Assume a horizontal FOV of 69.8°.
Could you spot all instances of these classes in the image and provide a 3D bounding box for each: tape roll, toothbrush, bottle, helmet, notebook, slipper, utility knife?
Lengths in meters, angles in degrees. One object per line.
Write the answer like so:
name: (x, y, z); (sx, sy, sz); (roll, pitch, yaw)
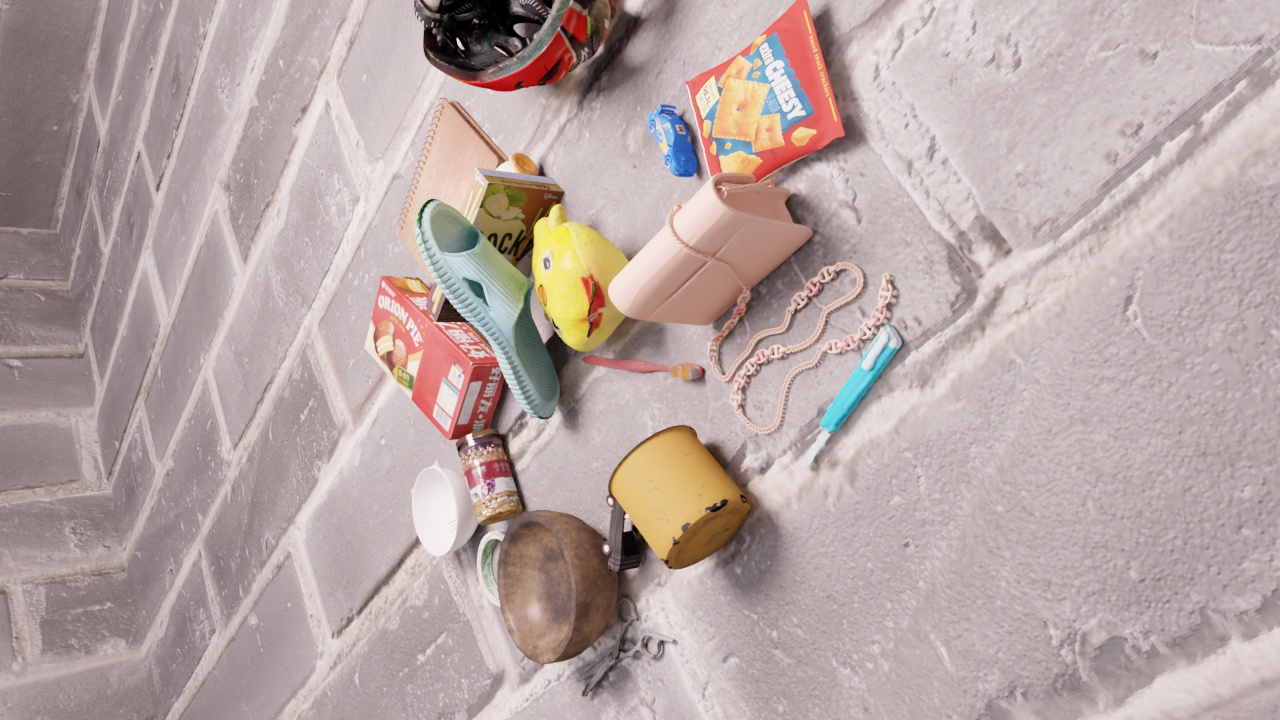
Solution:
tape roll: (-0.171, 0.258, 1.140); (0.094, 0.018, 0.094); (3, 95, 48)
toothbrush: (-0.006, 0.006, 0.949); (0.185, 0.015, 0.015); (6, 103, 49)
bottle: (-0.163, -0.196, 1.077); (0.109, 0.063, 0.063); (-42, 62, 37)
bottle: (-0.185, 0.143, 1.121); (0.056, 0.056, 0.105); (-37, 66, 42)
helmet: (-0.122, -0.386, 0.943); (0.272, 0.166, 0.217); (21, 107, 45)
notebook: (-0.253, -0.214, 1.204); (0.169, 0.022, 0.211); (49, 126, 33)
slipper: (-0.143, -0.057, 0.978); (0.070, 0.115, 0.276); (-21, 116, 15)
toothbrush: (-0.110, -0.012, 1.065); (0.168, 0.013, 0.013); (-44, 61, 37)
utility knife: (0.168, 0.033, 0.757); (0.149, 0.015, 0.022); (-61, 42, 29)

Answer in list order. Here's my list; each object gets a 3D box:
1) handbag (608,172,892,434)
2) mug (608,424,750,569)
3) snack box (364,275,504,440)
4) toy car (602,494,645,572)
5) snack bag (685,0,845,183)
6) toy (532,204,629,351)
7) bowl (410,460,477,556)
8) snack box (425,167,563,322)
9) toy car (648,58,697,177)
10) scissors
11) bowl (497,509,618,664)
handbag: (0.083, -0.051, 0.772); (0.199, 0.116, 0.187); (-42, 62, 40)
mug: (0.039, 0.134, 0.854); (0.094, 0.100, 0.124); (51, 167, 31)
snack box: (-0.268, -0.008, 1.181); (0.236, 0.060, 0.113); (38, 119, 36)
toy car: (-0.012, 0.171, 0.942); (0.037, 0.040, 0.092); (10, 97, 46)
snack bag: (0.105, -0.221, 0.797); (0.144, 0.039, 0.130); (-24, 74, 45)
toy: (-0.070, -0.088, 0.963); (0.208, 0.092, 0.134); (39, 137, 50)
bowl: (-0.247, 0.194, 1.196); (0.115, 0.050, 0.114); (3, 94, 48)
snack box: (-0.170, -0.127, 1.057); (0.031, 0.100, 0.186); (50, 126, 34)
toy car: (0.040, -0.228, 0.869); (0.062, 0.033, 0.092); (-44, 60, 47)
scissors: (-0.020, 0.322, 0.980); (0.120, 0.014, 0.160); (31, 111, 43)
bowl: (-0.087, 0.243, 1.000); (0.162, 0.070, 0.162); (-2, 88, 52)
